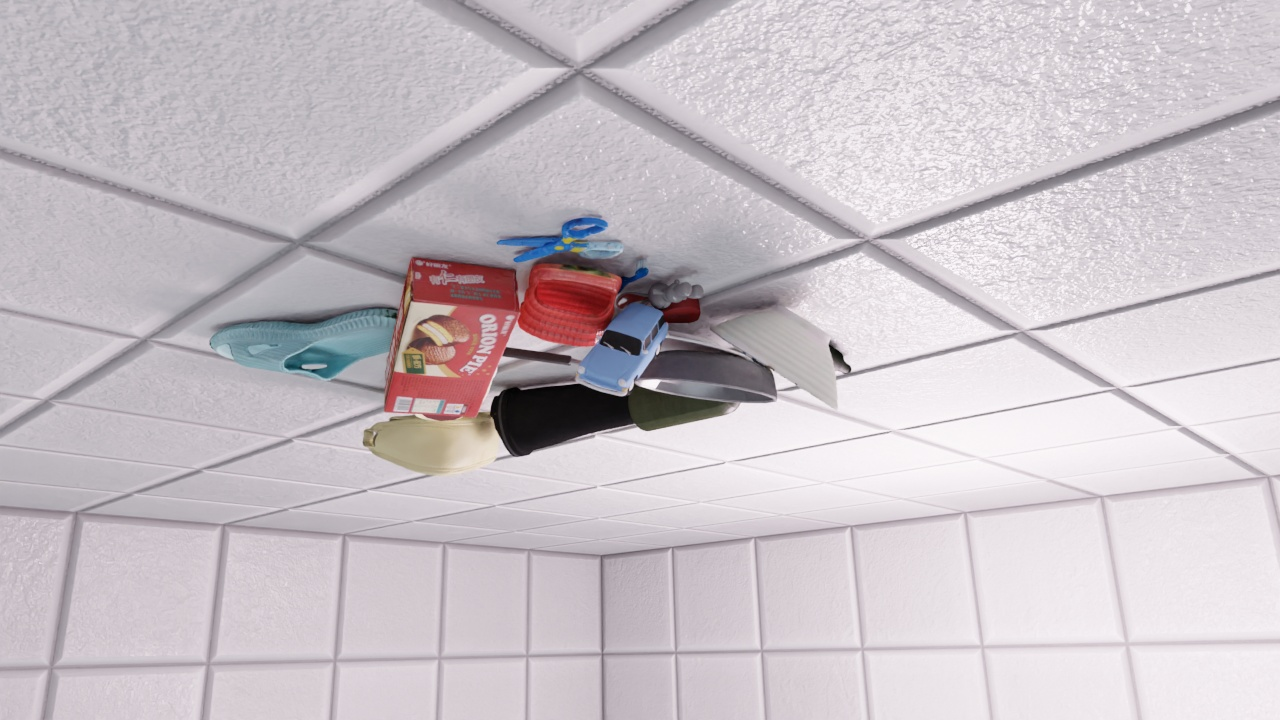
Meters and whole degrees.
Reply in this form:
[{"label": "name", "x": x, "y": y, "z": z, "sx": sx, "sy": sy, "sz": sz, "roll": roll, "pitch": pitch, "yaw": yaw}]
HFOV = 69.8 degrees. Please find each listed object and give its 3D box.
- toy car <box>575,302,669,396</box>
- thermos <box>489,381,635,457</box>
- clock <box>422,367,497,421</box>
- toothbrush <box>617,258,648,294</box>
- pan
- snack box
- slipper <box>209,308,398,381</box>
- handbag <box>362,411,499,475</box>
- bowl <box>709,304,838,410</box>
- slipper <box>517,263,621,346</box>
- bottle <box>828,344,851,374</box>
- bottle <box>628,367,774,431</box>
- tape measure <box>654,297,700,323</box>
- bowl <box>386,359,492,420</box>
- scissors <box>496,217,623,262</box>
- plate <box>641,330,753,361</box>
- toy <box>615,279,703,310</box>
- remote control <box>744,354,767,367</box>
[{"label": "toy car", "x": -0.015, "y": -0.014, "z": 0.972, "sx": 0.056, "sy": 0.153, "sz": 0.055, "roll": 17, "pitch": 122, "yaw": 13}, {"label": "thermos", "x": -0.105, "y": 0.076, "z": 1.372, "sx": 0.219, "sy": 0.105, "sz": 0.106, "roll": -12, "pitch": 160, "yaw": 16}, {"label": "clock", "x": -0.244, "y": 0.019, "z": 1.176, "sx": 0.096, "sy": 0.048, "sz": 0.138, "roll": 29, "pitch": 108, "yaw": -30}, {"label": "toothbrush", "x": -0.022, "y": -0.083, "z": 1.002, "sx": 0.021, "sy": 0.017, "sz": 0.135, "roll": 10, "pitch": 163, "yaw": -22}, {"label": "pan", "x": -0.007, "y": 0.007, "z": 1.130, "sx": 0.357, "sy": 0.041, "sz": 0.179, "roll": 8, "pitch": 172, "yaw": 0}, {"label": "snack box", "x": -0.218, "y": -0.017, "z": 1.033, "sx": 0.113, "sy": 0.060, "sz": 0.237, "roll": 5, "pitch": 147, "yaw": -20}, {"label": "slipper", "x": -0.395, "y": -0.011, "z": 1.121, "sx": 0.277, "sy": 0.069, "sz": 0.116, "roll": -7, "pitch": 165, "yaw": 17}, {"label": "handbag", "x": -0.305, "y": 0.113, "z": 1.425, "sx": 0.191, "sy": 0.088, "sz": 0.232, "roll": 8, "pitch": -177, "yaw": 24}, {"label": "bowl", "x": 0.174, "y": -0.017, "z": 1.081, "sx": 0.177, "sy": 0.071, "sz": 0.177, "roll": 32, "pitch": -175, "yaw": -3}, {"label": "slipper", "x": -0.084, "y": -0.046, "z": 1.022, "sx": 0.103, "sy": 0.059, "sz": 0.249, "roll": 11, "pitch": 164, "yaw": -10}, {"label": "bottle", "x": 0.259, "y": -0.001, "z": 1.249, "sx": 0.033, "sy": 0.033, "sz": 0.122, "roll": -12, "pitch": 160, "yaw": 31}, {"label": "bottle", "x": 0.085, "y": 0.046, "z": 1.263, "sx": 0.207, "sy": 0.071, "sz": 0.071, "roll": -14, "pitch": 158, "yaw": 31}, {"label": "tape measure", "x": 0.047, "y": -0.060, "z": 1.071, "sx": 0.059, "sy": 0.019, "sz": 0.052, "roll": -1, "pitch": 162, "yaw": -26}, {"label": "bowl", "x": -0.278, "y": 0.040, "z": 1.273, "sx": 0.151, "sy": 0.075, "sz": 0.151, "roll": -1, "pitch": 163, "yaw": 0}, {"label": "scissors", "x": -0.075, "y": -0.114, "z": 0.911, "sx": 0.131, "sy": 0.018, "sz": 0.110, "roll": -13, "pitch": 156, "yaw": 33}, {"label": "plate", "x": 0.039, "y": -0.020, "z": 1.151, "sx": 0.208, "sy": 0.015, "sz": 0.209, "roll": 10, "pitch": 173, "yaw": 1}, {"label": "toy", "x": 0.022, "y": -0.071, "z": 1.016, "sx": 0.049, "sy": 0.030, "sz": 0.112, "roll": 7, "pitch": 172, "yaw": -39}, {"label": "remote control", "x": 0.135, "y": 0.006, "z": 1.285, "sx": 0.151, "sy": 0.022, "sz": 0.047, "roll": -14, "pitch": 158, "yaw": 30}]
